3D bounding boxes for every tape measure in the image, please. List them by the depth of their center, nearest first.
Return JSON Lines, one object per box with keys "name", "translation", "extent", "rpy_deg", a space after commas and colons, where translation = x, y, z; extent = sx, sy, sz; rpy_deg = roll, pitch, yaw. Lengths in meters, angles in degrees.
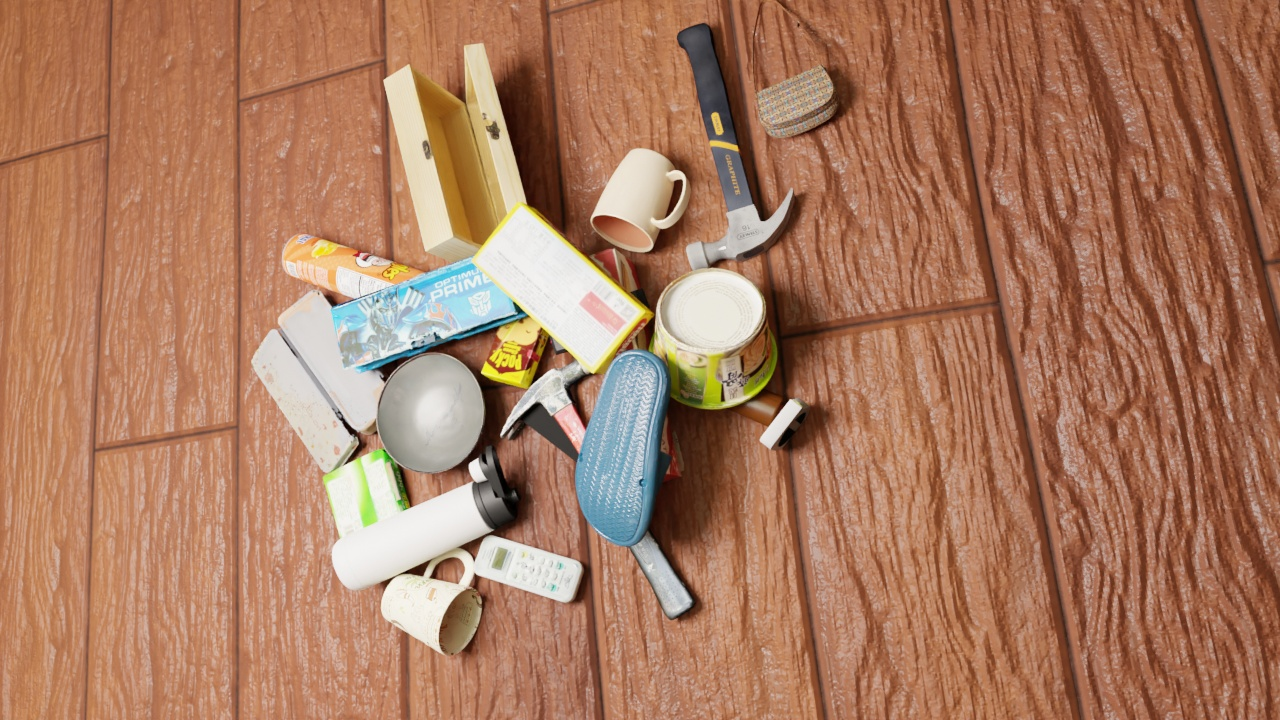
{"name": "tape measure", "translation": [0.161, 0.070, 1.014], "extent": [0.017, 0.065, 0.064], "rpy_deg": [39, 94, 20]}

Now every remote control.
{"name": "remote control", "translation": [-0.049, -0.046, 1.053], "extent": [0.125, 0.010, 0.039], "rpy_deg": [-25, 73, 15]}
{"name": "remote control", "translation": [-0.133, 0.248, 1.092], "extent": [0.133, 0.022, 0.050], "rpy_deg": [12, 72, 19]}

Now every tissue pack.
{"name": "tissue pack", "translation": [-0.345, 0.177, 1.168], "extent": [0.100, 0.034, 0.114], "rpy_deg": [-24, 74, 11]}

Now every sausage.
{"name": "sausage", "translation": [0.094, 0.033, 1.058], "extent": [0.156, 0.040, 0.040], "rpy_deg": [23, 87, 20]}

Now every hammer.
{"name": "hammer", "translation": [-0.042, 0.158, 1.078], "extent": [0.140, 0.036, 0.326], "rpy_deg": [-35, 72, 6]}
{"name": "hammer", "translation": [0.094, -0.270, 1.121], "extent": [0.139, 0.035, 0.312], "rpy_deg": [-16, 74, 12]}

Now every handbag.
{"name": "handbag", "translation": [0.175, -0.361, 1.120], "extent": [0.094, 0.043, 0.195], "rpy_deg": [-20, 65, 17]}

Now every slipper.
{"name": "slipper", "translation": [-0.014, 0.093, 0.991], "extent": [0.104, 0.059, 0.214], "rpy_deg": [13, 96, 30]}

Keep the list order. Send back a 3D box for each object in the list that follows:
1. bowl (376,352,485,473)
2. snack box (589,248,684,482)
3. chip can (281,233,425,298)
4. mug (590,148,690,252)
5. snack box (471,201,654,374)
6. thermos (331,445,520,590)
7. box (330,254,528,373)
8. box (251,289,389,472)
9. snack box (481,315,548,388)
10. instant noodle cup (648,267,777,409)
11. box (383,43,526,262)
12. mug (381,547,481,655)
{"name": "bowl", "translation": [-0.251, 0.069, 1.148], "extent": [0.151, 0.056, 0.150], "rpy_deg": [-4, 78, 17]}
{"name": "snack box", "translation": [-0.006, 0.006, 1.075], "extent": [0.044, 0.076, 0.272], "rpy_deg": [-17, 74, 18]}
{"name": "chip can", "translation": [-0.374, -0.113, 1.220], "extent": [0.210, 0.062, 0.062], "rpy_deg": [18, 85, 20]}
{"name": "mug", "translation": [0.008, -0.195, 1.101], "extent": [0.112, 0.085, 0.104], "rpy_deg": [9, 70, 36]}
{"name": "snack box", "translation": [-0.089, -0.082, 1.035], "extent": [0.200, 0.042, 0.092], "rpy_deg": [42, 99, 13]}
{"name": "thermos", "translation": [-0.260, 0.190, 1.099], "extent": [0.230, 0.068, 0.101], "rpy_deg": [-24, 112, 3]}
{"name": "box", "translation": [-0.262, -0.059, 1.120], "extent": [0.244, 0.066, 0.091], "rpy_deg": [-18, 99, 13]}
{"name": "box", "translation": [-0.422, 0.026, 1.221], "extent": [0.157, 0.063, 0.216], "rpy_deg": [-47, 70, 15]}
{"name": "snack box", "translation": [-0.143, -0.042, 1.141], "extent": [0.061, 0.025, 0.148], "rpy_deg": [13, 76, 26]}
{"name": "instant noodle cup", "translation": [0.079, -0.028, 1.016], "extent": [0.146, 0.098, 0.146], "rpy_deg": [-3, 55, 4]}
{"name": "box", "translation": [-0.216, -0.249, 1.164], "extent": [0.148, 0.141, 0.248], "rpy_deg": [-19, 74, 9]}
{"name": "mug", "translation": [-0.245, 0.280, 1.104], "extent": [0.097, 0.081, 0.121], "rpy_deg": [12, 62, 26]}
